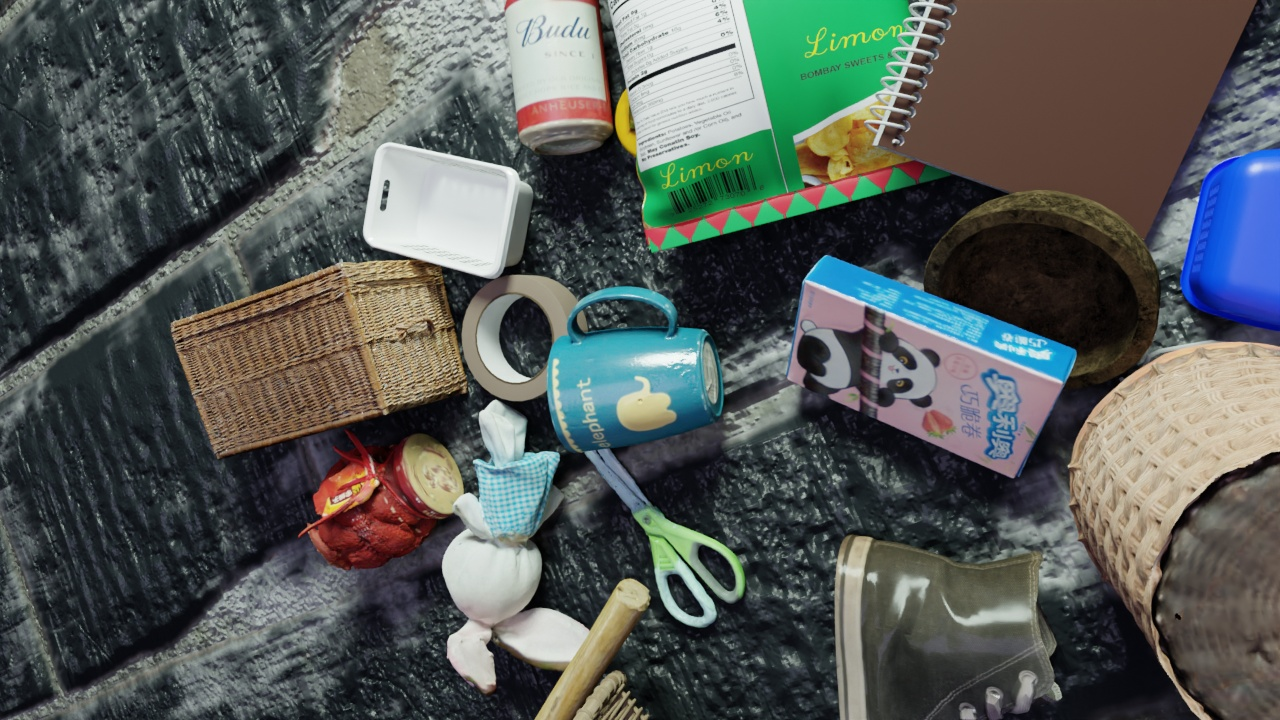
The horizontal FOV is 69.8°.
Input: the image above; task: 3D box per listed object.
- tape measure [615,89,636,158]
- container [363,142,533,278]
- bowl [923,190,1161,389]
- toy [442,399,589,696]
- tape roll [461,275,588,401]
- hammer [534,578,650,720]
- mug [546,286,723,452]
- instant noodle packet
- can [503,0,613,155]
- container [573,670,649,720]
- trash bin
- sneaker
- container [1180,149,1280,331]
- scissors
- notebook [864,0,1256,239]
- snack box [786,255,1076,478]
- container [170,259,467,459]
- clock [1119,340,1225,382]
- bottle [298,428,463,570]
[{"bbox_3d":[0.012,-0.168,0.634,0.059,0.030,0.068,-3,92,23],"label":"tape measure"},{"bbox_3d":[-0.141,-0.113,0.697,0.129,0.049,0.081,16,101,23],"label":"container"},{"bbox_3d":[0.229,-0.048,0.516,0.121,0.056,0.121,25,142,21],"label":"bowl"},{"bbox_3d":[-0.112,0.132,0.683,0.106,0.130,0.205,-8,84,41],"label":"toy"},{"bbox_3d":[-0.087,-0.017,0.690,0.094,0.030,0.094,2,95,25],"label":"tape roll"},{"bbox_3d":[-0.083,0.290,0.651,0.033,0.132,0.331,35,109,16],"label":"hammer"},{"bbox_3d":[-0.004,0.004,0.619,0.104,0.084,0.112,-7,116,17],"label":"mug"},{"bbox_3d":[0.070,-0.213,0.563,0.196,0.090,0.252,-13,91,12],"label":"instant noodle packet"},{"bbox_3d":[-0.060,-0.233,0.641,0.067,0.067,0.170,-6,91,25],"label":"can"},{"bbox_3d":[0.006,0.349,0.578,0.196,0.226,0.227,29,105,13],"label":"container"},{"bbox_3d":[0.264,0.073,0.387,0.151,0.209,0.151,2,95,25],"label":"trash bin"},{"bbox_3d":[0.188,0.225,0.553,0.120,0.095,0.234,-3,86,25],"label":"sneaker"},{"bbox_3d":[0.350,-0.060,0.469,0.114,0.058,0.096,12,99,24],"label":"container"},{"bbox_3d":[0.009,0.111,0.667,0.072,0.033,0.175,-44,79,25],"label":"scissors"},{"bbox_3d":[0.238,-0.194,0.498,0.171,0.022,0.209,19,103,-2],"label":"notebook"},{"bbox_3d":[0.167,0.003,0.549,0.154,0.033,0.088,25,142,21],"label":"snack box"},{"bbox_3d":[-0.248,-0.002,0.721,0.199,0.113,0.112,-15,91,26],"label":"container"},{"bbox_3d":[0.312,0.052,0.504,0.087,0.044,0.124,-12,89,25],"label":"clock"},{"bbox_3d":[-0.208,0.109,0.721,0.111,0.098,0.099,-29,82,19],"label":"bottle"}]
